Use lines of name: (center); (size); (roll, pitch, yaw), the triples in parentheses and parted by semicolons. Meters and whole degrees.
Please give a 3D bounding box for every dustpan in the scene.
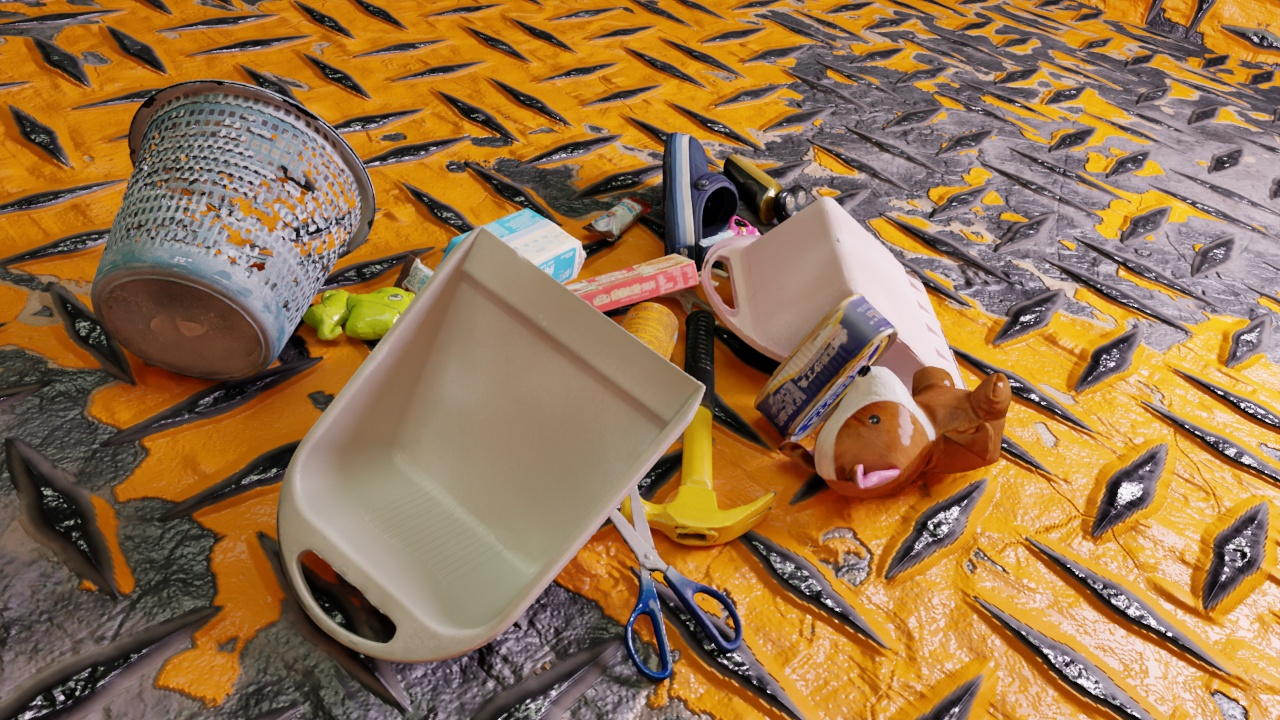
dustpan: (0.203, -0.052, 0.980); (0.273, 0.139, 0.222); (38, 31, -29)
dustpan: (-0.127, 0.071, 0.642); (0.223, 0.258, 0.142); (36, 19, 14)

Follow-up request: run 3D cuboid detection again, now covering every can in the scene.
can: (0.168, 0.009, 0.837); (0.049, 0.148, 0.074); (49, 27, 23)
can: (-0.005, 0.005, 0.873); (0.058, 0.058, 0.145); (15, 39, 6)

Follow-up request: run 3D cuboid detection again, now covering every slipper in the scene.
slipper: (0.071, -0.192, 1.095); (0.095, 0.105, 0.252); (3, 41, 2)

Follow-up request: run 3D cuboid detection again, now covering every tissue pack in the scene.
tissue pack: (-0.134, -0.104, 0.974); (0.090, 0.063, 0.139); (35, 46, 25)

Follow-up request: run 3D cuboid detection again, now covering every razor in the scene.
razor: (0.160, -0.229, 1.209); (0.067, 0.062, 0.167); (-34, 43, -2)

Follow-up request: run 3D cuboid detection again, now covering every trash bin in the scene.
trash bin: (-0.372, -0.098, 0.816); (0.226, 0.227, 0.194); (8, 51, -4)

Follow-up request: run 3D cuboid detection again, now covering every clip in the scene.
clip: (0.055, -0.084, 0.993); (0.102, 0.094, 0.034); (37, 44, 13)

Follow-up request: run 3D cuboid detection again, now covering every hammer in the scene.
hammer: (0.054, 0.051, 0.850); (0.129, 0.033, 0.300); (9, 39, -3)

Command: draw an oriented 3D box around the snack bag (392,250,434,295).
snack bag: (-0.208, -0.071, 0.935); (0.104, 0.048, 0.026); (30, 10, 28)

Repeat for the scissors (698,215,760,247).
scissors: (0.100, -0.139, 1.035); (0.054, 0.017, 0.133); (51, 35, 12)

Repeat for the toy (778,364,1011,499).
toy: (0.231, 0.060, 0.815); (0.199, 0.130, 0.140); (-20, 9, -19)

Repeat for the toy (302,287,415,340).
toy: (-0.271, -0.045, 0.896); (0.100, 0.031, 0.096); (15, 42, 12)

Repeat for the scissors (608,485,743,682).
scissors: (0.006, 0.163, 0.691); (0.166, 0.012, 0.154); (31, 50, 7)

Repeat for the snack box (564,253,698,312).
snack box: (-0.023, -0.074, 0.939); (0.152, 0.025, 0.075); (-17, 16, -9)

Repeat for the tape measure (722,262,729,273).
tape measure: (0.127, -0.116, 1.078); (0.057, 0.029, 0.060); (-20, 47, -32)

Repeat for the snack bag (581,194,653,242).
snack bag: (-0.027, -0.172, 1.115); (0.045, 0.026, 0.105); (28, 44, 16)
